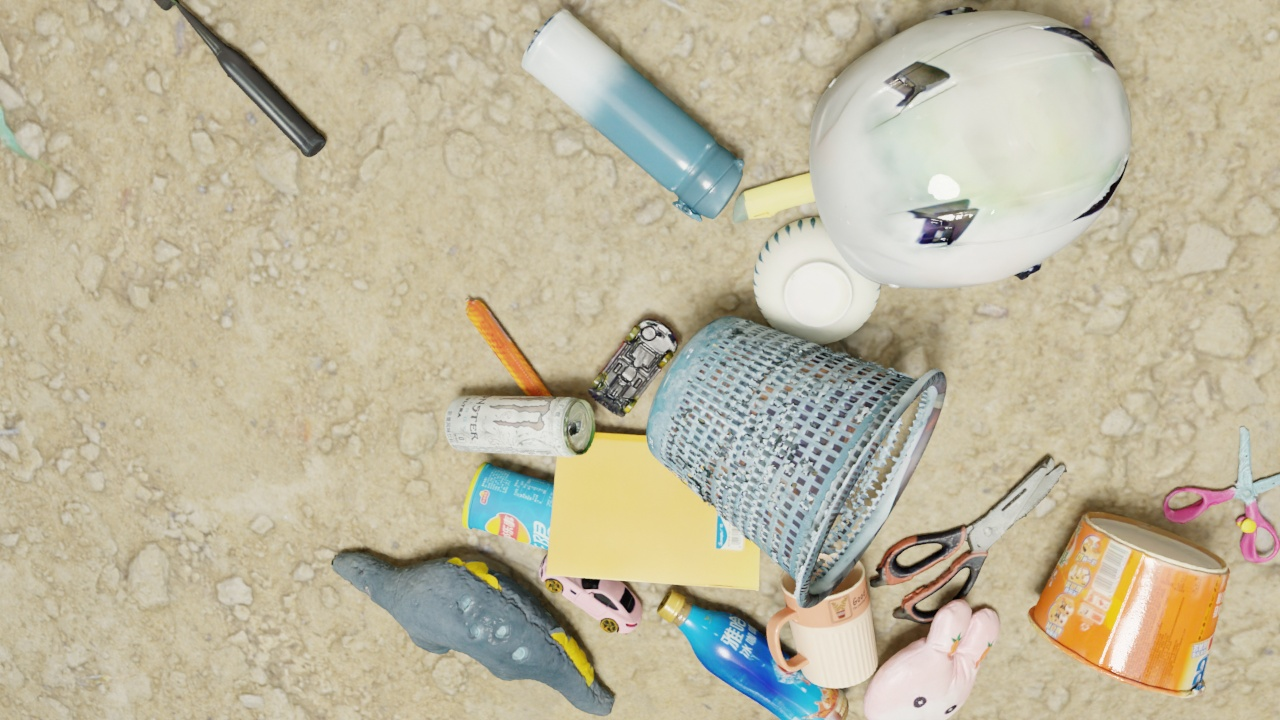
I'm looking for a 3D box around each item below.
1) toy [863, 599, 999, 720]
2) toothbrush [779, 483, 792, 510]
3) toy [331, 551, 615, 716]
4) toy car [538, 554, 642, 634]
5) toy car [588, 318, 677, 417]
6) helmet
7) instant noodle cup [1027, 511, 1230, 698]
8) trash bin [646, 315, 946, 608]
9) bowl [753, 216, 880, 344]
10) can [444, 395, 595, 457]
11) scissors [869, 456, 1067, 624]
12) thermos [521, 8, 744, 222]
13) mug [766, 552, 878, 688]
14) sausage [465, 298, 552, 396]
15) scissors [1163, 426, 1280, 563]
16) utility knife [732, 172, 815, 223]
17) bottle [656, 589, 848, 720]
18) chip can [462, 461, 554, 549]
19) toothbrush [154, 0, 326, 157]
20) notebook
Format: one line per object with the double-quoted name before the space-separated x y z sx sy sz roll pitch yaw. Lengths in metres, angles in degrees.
"toy" 0.291 0.308 0.913 0.121 0.054 0.160 21 106 -32
"toothbrush" 0.148 0.071 0.901 0.017 0.012 0.186 11 109 19
"toy" -0.179 0.281 0.997 0.356 0.091 0.138 25 138 3
"toy car" -0.050 0.241 0.969 0.122 0.056 0.037 35 114 -1
"toy car" -0.005 0.005 0.899 0.049 0.031 0.106 36 111 -2
"helmet" 0.266 -0.168 0.714 0.259 0.145 0.229 -12 96 5
"instant noodle cup" 0.442 0.211 0.822 0.151 0.151 0.111 15 101 6
"trash bin" 0.123 0.065 0.800 0.195 0.226 0.227 31 112 26
"bowl" 0.159 -0.067 0.827 0.116 0.066 0.116 3 108 10
"can" -0.120 0.064 0.906 0.147 0.058 0.058 0 108 28
"scissors" 0.316 0.168 0.897 0.194 0.015 0.207 3 107 11
"thermos" -0.004 -0.213 0.813 0.220 0.070 0.070 41 110 -3
"mug" 0.177 0.263 0.907 0.114 0.082 0.106 -22 108 -26
"sausage" -0.126 0.004 0.927 0.021 0.021 0.165 -33 98 18
"scissors" 0.546 0.125 0.840 0.136 0.017 0.133 -6 101 14
"utility knife" 0.160 -0.155 0.825 0.163 0.018 0.031 -11 109 16
"bottle" 0.113 0.314 0.956 0.218 0.065 0.065 36 110 -1
"chip can" -0.072 0.166 0.942 0.210 0.071 0.071 15 109 5
"toothbrush" -0.390 -0.282 0.887 0.027 0.026 0.212 -44 95 6
"notebook" 0.015 0.146 0.900 0.206 0.010 0.145 3 76 3
